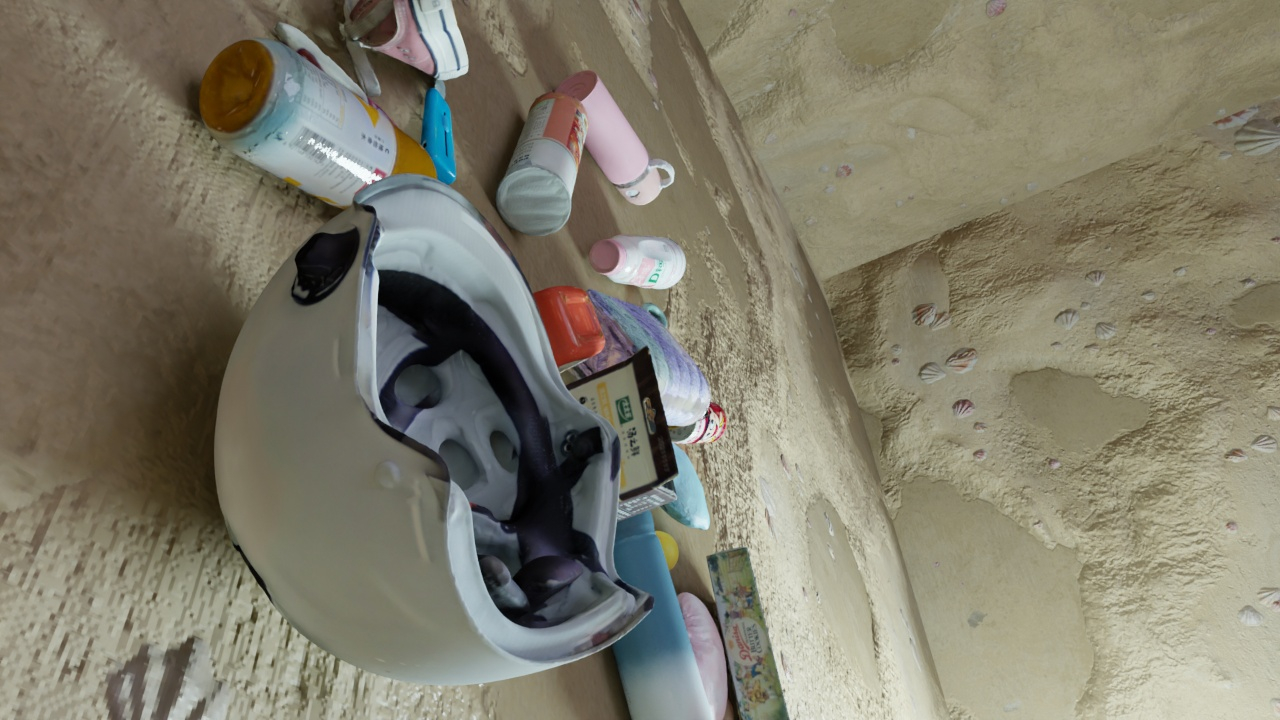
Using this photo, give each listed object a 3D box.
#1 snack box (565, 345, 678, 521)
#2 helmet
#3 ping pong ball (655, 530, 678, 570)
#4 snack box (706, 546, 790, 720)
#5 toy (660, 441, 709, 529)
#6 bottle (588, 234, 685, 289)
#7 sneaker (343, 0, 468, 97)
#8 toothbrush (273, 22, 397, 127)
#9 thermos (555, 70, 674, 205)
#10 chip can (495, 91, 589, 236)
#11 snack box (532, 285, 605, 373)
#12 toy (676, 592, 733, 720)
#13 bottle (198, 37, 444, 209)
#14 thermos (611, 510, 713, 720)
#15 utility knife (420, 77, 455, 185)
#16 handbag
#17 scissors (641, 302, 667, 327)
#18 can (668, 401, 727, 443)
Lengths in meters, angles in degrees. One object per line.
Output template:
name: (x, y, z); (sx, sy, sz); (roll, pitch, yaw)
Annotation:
snack box: (-0.027, 0.067, 0.724); (0.053, 0.126, 0.113); (39, 33, -57)
helmet: (-0.116, 0.043, 0.459); (0.229, 0.146, 0.258); (45, 21, -55)
ping pong ball: (0.016, 0.180, 0.859); (0.040, 0.040, 0.040); (55, 22, -35)
snack box: (0.109, 0.298, 0.903); (0.178, 0.046, 0.182); (75, 3, -59)
toy: (0.016, 0.108, 0.934); (0.161, 0.050, 0.156); (58, 20, 10)
bottle: (-0.005, -0.123, 1.122); (0.196, 0.068, 0.068); (-7, 76, -69)
sneaker: (-0.189, -0.269, 0.720); (0.241, 0.088, 0.118); (-132, -152, -77)
toothbrush: (-0.204, -0.186, 0.688); (0.187, 0.016, 0.017); (42, 41, -55)
thermos: (-0.029, -0.290, 1.214); (0.198, 0.087, 0.067); (49, 44, -44)
chip can: (-0.096, -0.208, 0.941); (0.071, 0.071, 0.214); (58, 20, -30)
snack box: (-0.079, -0.019, 0.750); (0.082, 0.080, 0.091); (69, 17, 1)
toy: (0.056, 0.284, 0.835); (0.159, 0.054, 0.121); (66, 13, -49)
bottle: (-0.186, -0.131, 0.584); (0.189, 0.068, 0.068); (29, 42, -64)
thermos: (0.002, 0.215, 0.745); (0.070, 0.070, 0.220); (21, 48, -67)
utility knife: (-0.171, -0.204, 0.775); (0.034, 0.018, 0.204); (51, 14, -37)
handbag: (-0.005, 0.005, 0.928); (0.134, 0.076, 0.193); (51, 13, 19)
scissors: (0.020, -0.015, 1.143); (0.174, 0.019, 0.176); (24, 48, -62)
can: (0.063, 0.073, 1.104); (0.132, 0.053, 0.053); (13, 57, -69)
